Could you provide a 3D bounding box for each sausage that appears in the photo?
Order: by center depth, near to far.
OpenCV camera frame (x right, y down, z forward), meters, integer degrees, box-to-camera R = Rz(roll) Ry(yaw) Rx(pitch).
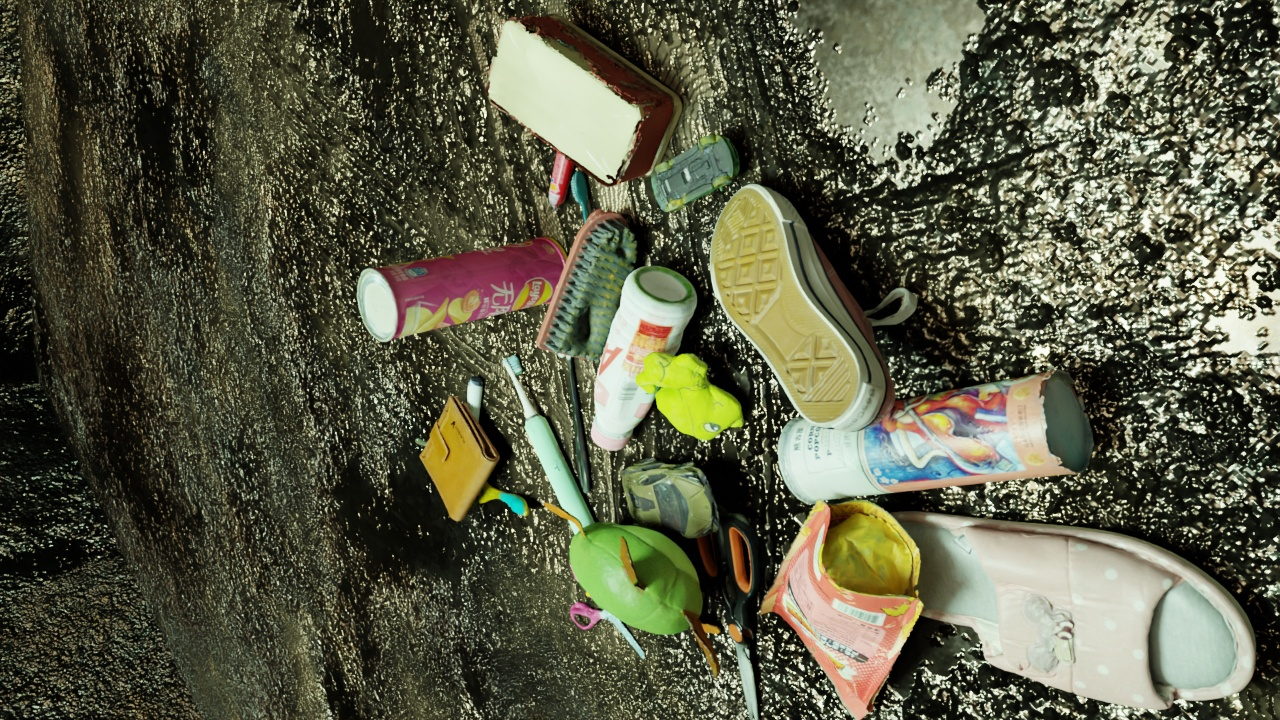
[{"bbox_3d":[-0.069,-0.216,0.897,0.020,0.020,0.156,40,128,30],"label":"sausage"}]

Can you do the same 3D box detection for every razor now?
[{"bbox_3d":[-0.169,0.170,1.120,0.133,0.028,0.043,7,99,51],"label":"razor"}]

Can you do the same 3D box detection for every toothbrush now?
[{"bbox_3d":[-0.047,-0.093,0.919,0.018,0.016,0.191,7,108,62],"label":"toothbrush"},{"bbox_3d":[-0.071,0.060,0.995,0.016,0.018,0.181,4,107,42],"label":"toothbrush"},{"bbox_3d":[-0.106,0.097,1.034,0.224,0.027,0.026,63,171,10],"label":"toothbrush"}]

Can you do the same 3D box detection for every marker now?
[{"bbox_3d":[-0.211,0.078,1.144,0.022,0.018,0.131,39,129,43],"label":"marker"}]

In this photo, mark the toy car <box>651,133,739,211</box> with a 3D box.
[{"bbox_3d":[0.048,-0.159,0.782,0.091,0.036,0.043,-20,87,48],"label":"toy car"}]

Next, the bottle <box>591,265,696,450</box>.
[{"bbox_3d":[-0.005,0.005,0.874,0.068,0.068,0.197,44,135,27],"label":"bottle"}]

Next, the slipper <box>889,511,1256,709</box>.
[{"bbox_3d":[0.270,0.168,0.645,0.275,0.054,0.114,8,109,47],"label":"slipper"}]

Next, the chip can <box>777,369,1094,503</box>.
[{"bbox_3d":[0.205,0.060,0.665,0.215,0.071,0.071,-16,91,46],"label":"chip can"}]

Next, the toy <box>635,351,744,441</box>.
[{"bbox_3d":[0.043,0.032,0.828,0.097,0.031,0.100,4,131,21],"label":"toy"}]

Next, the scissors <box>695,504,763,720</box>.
[{"bbox_3d":[0.088,0.244,0.894,0.137,0.021,0.235,37,134,44],"label":"scissors"}]

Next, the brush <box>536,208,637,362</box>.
[{"bbox_3d":[-0.051,-0.074,0.880,0.069,0.063,0.146,38,110,54],"label":"brush"}]

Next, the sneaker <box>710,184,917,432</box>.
[{"bbox_3d":[0.131,-0.040,0.702,0.118,0.087,0.240,-51,44,29],"label":"sneaker"}]

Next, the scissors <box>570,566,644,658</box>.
[{"bbox_3d":[-0.041,0.287,1.039,0.133,0.017,0.126,48,131,19],"label":"scissors"}]

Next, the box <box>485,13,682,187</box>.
[{"bbox_3d":[-0.058,-0.234,0.816,0.168,0.079,0.092,39,128,18],"label":"box"}]

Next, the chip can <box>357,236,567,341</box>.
[{"bbox_3d":[-0.169,-0.073,0.907,0.071,0.210,0.071,17,115,41],"label":"chip can"}]

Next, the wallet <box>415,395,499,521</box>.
[{"bbox_3d":[-0.229,0.116,1.140,0.119,0.035,0.131,52,133,21],"label":"wallet"}]

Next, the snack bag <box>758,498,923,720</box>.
[{"bbox_3d":[0.160,0.203,0.744,0.128,0.073,0.208,44,151,29],"label":"snack bag"}]

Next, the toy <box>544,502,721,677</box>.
[{"bbox_3d":[-0.005,0.205,0.878,0.227,0.090,0.247,45,167,-15],"label":"toy"}]

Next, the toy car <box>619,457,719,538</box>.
[{"bbox_3d":[0.025,0.132,0.879,0.158,0.042,0.070,-14,93,64],"label":"toy car"}]
